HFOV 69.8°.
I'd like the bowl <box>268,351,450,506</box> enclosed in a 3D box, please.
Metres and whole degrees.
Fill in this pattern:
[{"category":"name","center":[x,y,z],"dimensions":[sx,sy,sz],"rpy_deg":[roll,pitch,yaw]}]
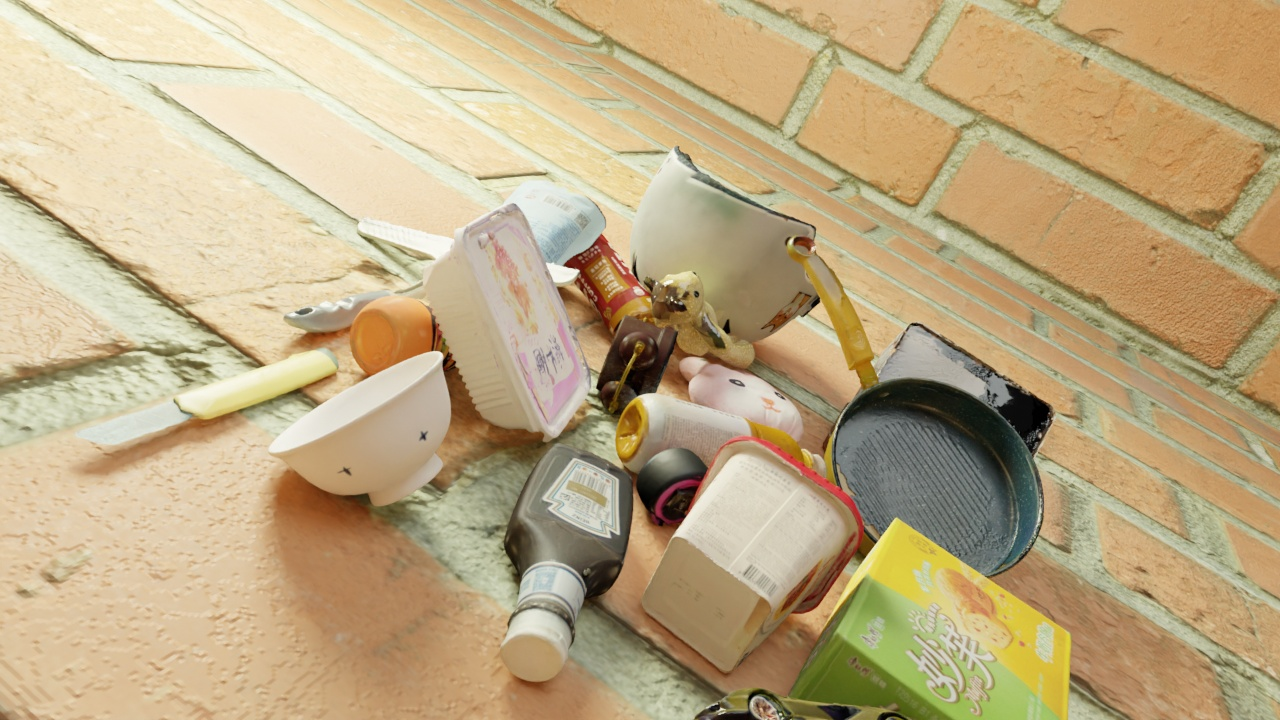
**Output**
[{"category":"bowl","center":[-0.161,0.051,0.572],"dimensions":[0.065,0.118,0.118],"rpy_deg":[63,18,-15]}]

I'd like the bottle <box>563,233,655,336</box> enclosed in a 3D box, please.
[{"category":"bottle","center":[-0.044,-0.095,0.993],"dimensions":[0.057,0.058,0.175],"rpy_deg":[-2,47,-49]}]

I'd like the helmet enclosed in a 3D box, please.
[{"category":"helmet","center":[0.080,-0.099,1.034],"dimensions":[0.230,0.156,0.274],"rpy_deg":[36,-6,16]}]

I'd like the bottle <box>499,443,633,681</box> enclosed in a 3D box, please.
[{"category":"bottle","center":[-0.049,0.123,0.587],"dimensions":[0.080,0.044,0.194],"rpy_deg":[25,24,-5]}]

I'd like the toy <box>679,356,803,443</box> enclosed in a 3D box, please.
[{"category":"toy","center":[0.095,0.038,0.917],"dimensions":[0.121,0.054,0.159],"rpy_deg":[16,17,-25]}]

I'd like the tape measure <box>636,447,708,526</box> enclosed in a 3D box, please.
[{"category":"tape measure","center":[0.028,0.098,0.704],"dimensions":[0.057,0.057,0.039],"rpy_deg":[19,24,-40]}]

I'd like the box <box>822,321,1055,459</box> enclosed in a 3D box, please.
[{"category":"box","center":[0.302,0.090,0.978],"dimensions":[0.182,0.151,0.174],"rpy_deg":[35,-19,8]}]

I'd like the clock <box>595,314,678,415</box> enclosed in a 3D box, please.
[{"category":"clock","center":[-0.005,0.005,0.833],"dimensions":[0.055,0.082,0.121],"rpy_deg":[23,19,0]}]

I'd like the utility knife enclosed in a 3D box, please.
[{"category":"utility knife","center":[-0.267,0.019,0.600],"dimensions":[0.031,0.022,0.215],"rpy_deg":[31,17,11]}]

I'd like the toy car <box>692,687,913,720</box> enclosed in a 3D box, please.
[{"category":"toy car","center":[0.089,0.216,0.507],"dimensions":[0.158,0.070,0.042],"rpy_deg":[18,24,-22]}]

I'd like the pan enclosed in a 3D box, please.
[{"category":"pan","center":[0.228,0.037,0.847],"dimensions":[0.197,0.078,0.357],"rpy_deg":[-21,65,-22]}]

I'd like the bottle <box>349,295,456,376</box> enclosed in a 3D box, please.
[{"category":"bottle","center":[-0.164,-0.018,0.743],"dimensions":[0.067,0.067,0.149],"rpy_deg":[37,17,21]}]

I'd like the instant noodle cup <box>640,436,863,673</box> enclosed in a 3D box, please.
[{"category":"instant noodle cup","center":[0.071,0.132,0.623],"dimensions":[0.117,0.117,0.123],"rpy_deg":[35,35,18]}]

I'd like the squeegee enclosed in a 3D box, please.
[{"category":"squeegee","center":[-0.216,-0.057,0.793],"dimensions":[0.247,0.039,0.245],"rpy_deg":[15,25,18]}]

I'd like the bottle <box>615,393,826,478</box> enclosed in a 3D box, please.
[{"category":"bottle","center":[0.073,0.079,0.778],"dimensions":[0.189,0.068,0.068],"rpy_deg":[16,26,-24]}]

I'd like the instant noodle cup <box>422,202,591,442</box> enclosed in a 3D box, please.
[{"category":"instant noodle cup","center":[-0.108,-0.028,0.728],"dimensions":[0.137,0.060,0.173],"rpy_deg":[-58,130,-67]}]

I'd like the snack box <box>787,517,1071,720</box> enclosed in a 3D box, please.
[{"category":"snack box","center":[0.210,0.214,0.642],"dimensions":[0.158,0.070,0.209],"rpy_deg":[34,24,15]}]

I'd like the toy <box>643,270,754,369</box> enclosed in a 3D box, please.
[{"category":"toy","center":[0.063,-0.035,0.913],"dimensions":[0.105,0.066,0.157],"rpy_deg":[35,-1,42]}]

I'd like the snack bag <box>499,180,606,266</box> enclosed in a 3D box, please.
[{"category":"snack bag","center":[-0.118,-0.112,0.931],"dimensions":[0.110,0.039,0.190],"rpy_deg":[30,51,3]}]
